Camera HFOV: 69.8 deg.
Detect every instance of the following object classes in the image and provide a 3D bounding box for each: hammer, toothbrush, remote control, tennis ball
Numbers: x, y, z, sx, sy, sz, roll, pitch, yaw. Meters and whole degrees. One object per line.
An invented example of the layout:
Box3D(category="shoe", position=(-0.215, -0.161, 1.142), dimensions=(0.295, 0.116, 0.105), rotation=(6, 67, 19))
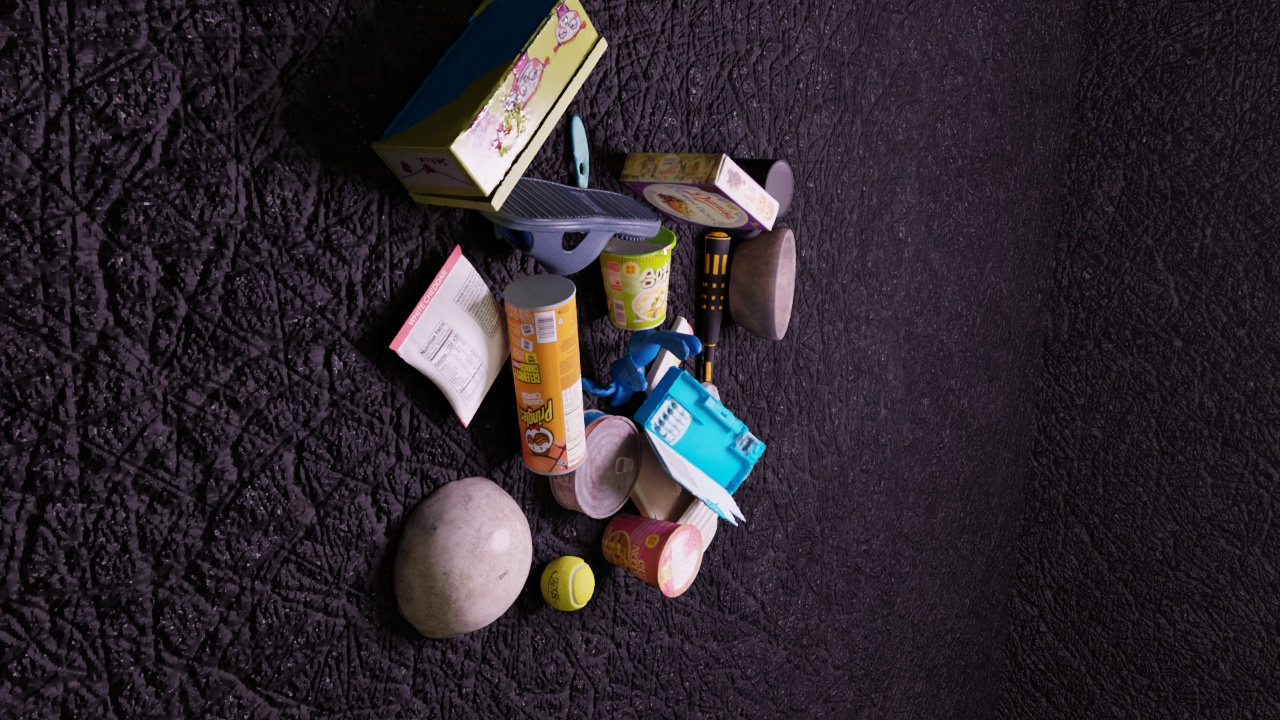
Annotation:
Box3D(category="hammer", position=(0.102, -0.025, 1.323), dimensions=(0.123, 0.036, 0.321), rotation=(-15, 114, -51))
Box3D(category="toothbrush", position=(-0.069, -0.213, 1.060), dimensions=(0.022, 0.017, 0.135), rotation=(-19, 115, -41))
Box3D(category="remote control", position=(0.039, -0.003, 1.258), dimensions=(0.038, 0.018, 0.125), rotation=(51, 58, -46))
Box3D(category="tennis ball", position=(-0.089, 0.274, 1.126), dimensions=(0.065, 0.065, 0.065), rotation=(-18, 113, -49))

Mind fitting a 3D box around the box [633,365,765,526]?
Box3D(category="box", position=(0.080, 0.129, 1.228), dimensions=(0.227, 0.086, 0.169), rotation=(41, 48, -42))

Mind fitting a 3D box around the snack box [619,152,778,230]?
Box3D(category="snack box", position=(0.074, -0.210, 1.138), dimensions=(0.143, 0.148, 0.040), rotation=(25, 79, -52))

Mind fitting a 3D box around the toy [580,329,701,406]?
Box3D(category="toy", position=(-0.007, 0.007, 1.116), dimensions=(0.112, 0.177, 0.071), rotation=(-16, 74, -49))

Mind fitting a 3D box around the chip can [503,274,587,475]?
Box3D(category="chip can", position=(-0.102, 0.019, 1.004), dimensions=(0.075, 0.075, 0.215), rotation=(-36, 135, -42))

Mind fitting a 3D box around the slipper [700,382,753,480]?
Box3D(category="slipper", position=(0.119, 0.134, 1.341), dimensions=(0.098, 0.055, 0.269), rotation=(-51, 144, -17))

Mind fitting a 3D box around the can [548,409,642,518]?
Box3D(category="can", position=(-0.055, 0.129, 1.149), dimensions=(0.129, 0.044, 0.130), rotation=(-18, 113, -49))

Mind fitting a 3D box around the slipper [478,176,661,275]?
Box3D(category="slipper", position=(-0.083, -0.141, 0.999), dimensions=(0.263, 0.101, 0.083), rotation=(-8, 133, -52))

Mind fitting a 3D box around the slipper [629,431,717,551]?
Box3D(category="slipper", position=(0.050, 0.198, 1.302), dimensions=(0.114, 0.054, 0.273), rotation=(-57, 138, -19))

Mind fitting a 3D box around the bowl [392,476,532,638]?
Box3D(category="bowl", position=(-0.174, 0.220, 0.992), dimensions=(0.178, 0.081, 0.178), rotation=(-18, 113, -51))

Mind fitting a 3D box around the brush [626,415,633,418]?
Box3D(category="brush", position=(0.024, 0.073, 1.240), dimensions=(0.126, 0.017, 0.048), rotation=(-9, 136, -53))

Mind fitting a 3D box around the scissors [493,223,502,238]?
Box3D(category="scissors", position=(-0.149, -0.198, 0.964), dimensions=(0.133, 0.011, 0.139), rotation=(7, 95, -53))

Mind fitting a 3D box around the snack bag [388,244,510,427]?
Box3D(category="snack bag", position=(-0.182, -0.022, 0.945), dimensions=(0.130, 0.039, 0.144), rotation=(-63, 144, -26))

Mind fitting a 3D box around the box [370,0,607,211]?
Box3D(category="box", position=(-0.140, -0.252, 0.873), dimensions=(0.220, 0.125, 0.083), rotation=(-61, 140, -25))

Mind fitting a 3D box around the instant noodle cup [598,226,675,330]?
Box3D(category="instant noodle cup", position=(-0.006, -0.100, 1.118), dimensions=(0.098, 0.099, 0.108), rotation=(-36, 135, -42))

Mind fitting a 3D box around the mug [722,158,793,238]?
Box3D(category="mug", position=(0.152, -0.226, 1.285), dimensions=(0.078, 0.088, 0.113), rotation=(22, 82, -53))

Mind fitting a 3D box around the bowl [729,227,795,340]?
Box3D(category="bowl", position=(0.177, -0.112, 1.333), dimensions=(0.162, 0.070, 0.162), rotation=(7, 89, -72))

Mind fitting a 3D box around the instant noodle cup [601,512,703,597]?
Box3D(category="instant noodle cup", position=(0.011, 0.249, 1.213), dimensions=(0.097, 0.109, 0.098), rotation=(-18, 113, -49))
